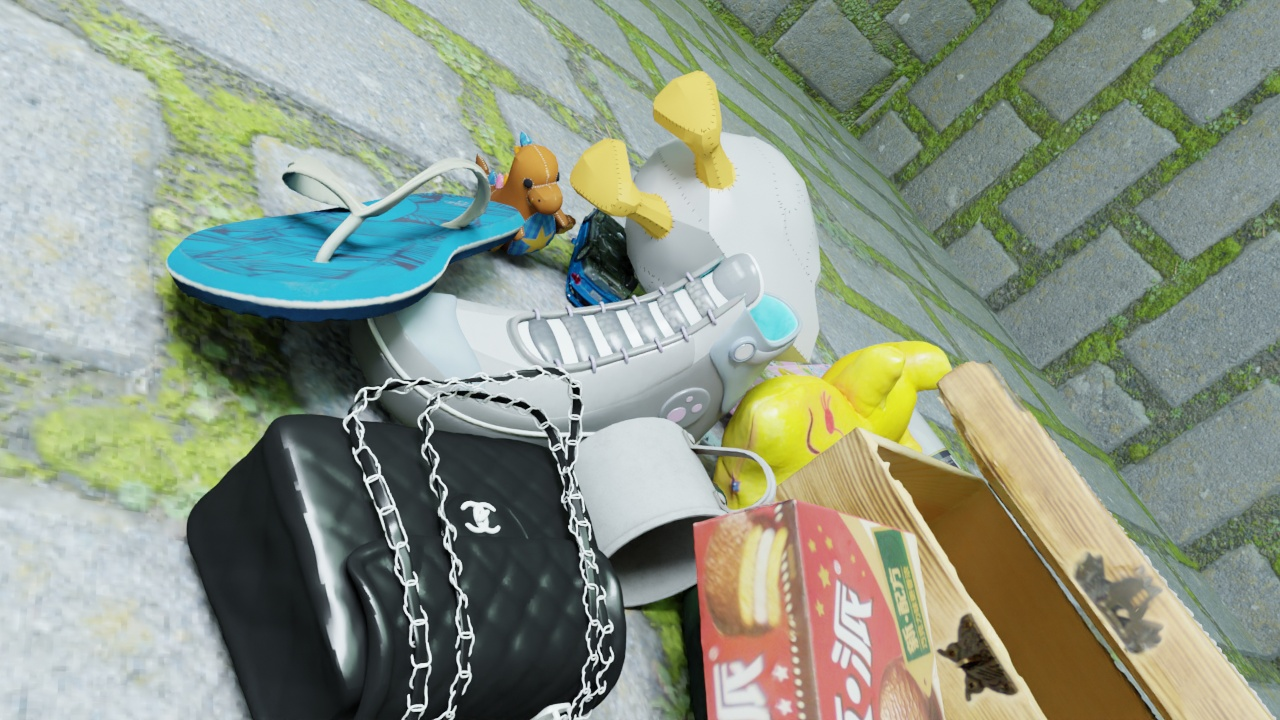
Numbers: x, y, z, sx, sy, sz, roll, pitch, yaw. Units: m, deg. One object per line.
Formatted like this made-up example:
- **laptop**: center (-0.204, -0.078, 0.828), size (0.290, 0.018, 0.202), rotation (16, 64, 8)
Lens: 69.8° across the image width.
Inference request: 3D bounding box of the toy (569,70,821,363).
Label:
- **toy**: center (0.069, -0.093, 0.710), size (0.267, 0.141, 0.246), rotation (37, 21, -50)

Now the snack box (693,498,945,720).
- **snack box**: center (0.087, 0.186, 0.400), size (0.113, 0.060, 0.236), rotation (22, 56, -43)

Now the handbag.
- **handbag**: center (-0.065, 0.078, 0.347), size (0.153, 0.115, 0.125), rotation (19, 38, -54)

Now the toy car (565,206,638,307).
- **toy car**: center (-0.033, -0.080, 0.732), size (0.056, 0.044, 0.120), rotation (38, 28, -20)

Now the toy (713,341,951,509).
- **toy**: center (0.129, 0.044, 0.648), size (0.193, 0.135, 0.087), rotation (-21, 42, -35)

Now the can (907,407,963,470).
- **can**: center (0.283, 0.097, 0.962), size (0.064, 0.064, 0.127), rotation (5, 47, -57)

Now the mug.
- **mug**: center (0.014, 0.073, 0.490), size (0.084, 0.113, 0.070), rotation (46, 14, -51)

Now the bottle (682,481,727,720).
- **bottle**: center (0.049, 0.134, 0.526), size (0.055, 0.055, 0.174), rotation (35, 25, -25)

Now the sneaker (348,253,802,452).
- **sneaker**: center (-0.019, -0.016, 0.514), size (0.256, 0.161, 0.093), rotation (22, 34, -47)

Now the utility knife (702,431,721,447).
- **utility knife**: center (0.101, 0.099, 0.720), size (0.169, 0.015, 0.022), rotation (35, 58, -22)

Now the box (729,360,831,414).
- **box**: center (0.119, 0.014, 0.825), size (0.159, 0.035, 0.230), rotation (43, 22, 24)

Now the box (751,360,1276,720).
- **box**: center (0.239, 0.174, 0.535), size (0.247, 0.176, 0.279), rotation (22, 32, -51)

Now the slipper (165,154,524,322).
- **slipper**: center (-0.138, -0.080, 0.483), size (0.118, 0.060, 0.294), rotation (7, 17, 9)

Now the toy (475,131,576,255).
- **toy**: center (-0.091, -0.129, 0.658), size (0.070, 0.090, 0.103), rotation (-20, 64, -31)
